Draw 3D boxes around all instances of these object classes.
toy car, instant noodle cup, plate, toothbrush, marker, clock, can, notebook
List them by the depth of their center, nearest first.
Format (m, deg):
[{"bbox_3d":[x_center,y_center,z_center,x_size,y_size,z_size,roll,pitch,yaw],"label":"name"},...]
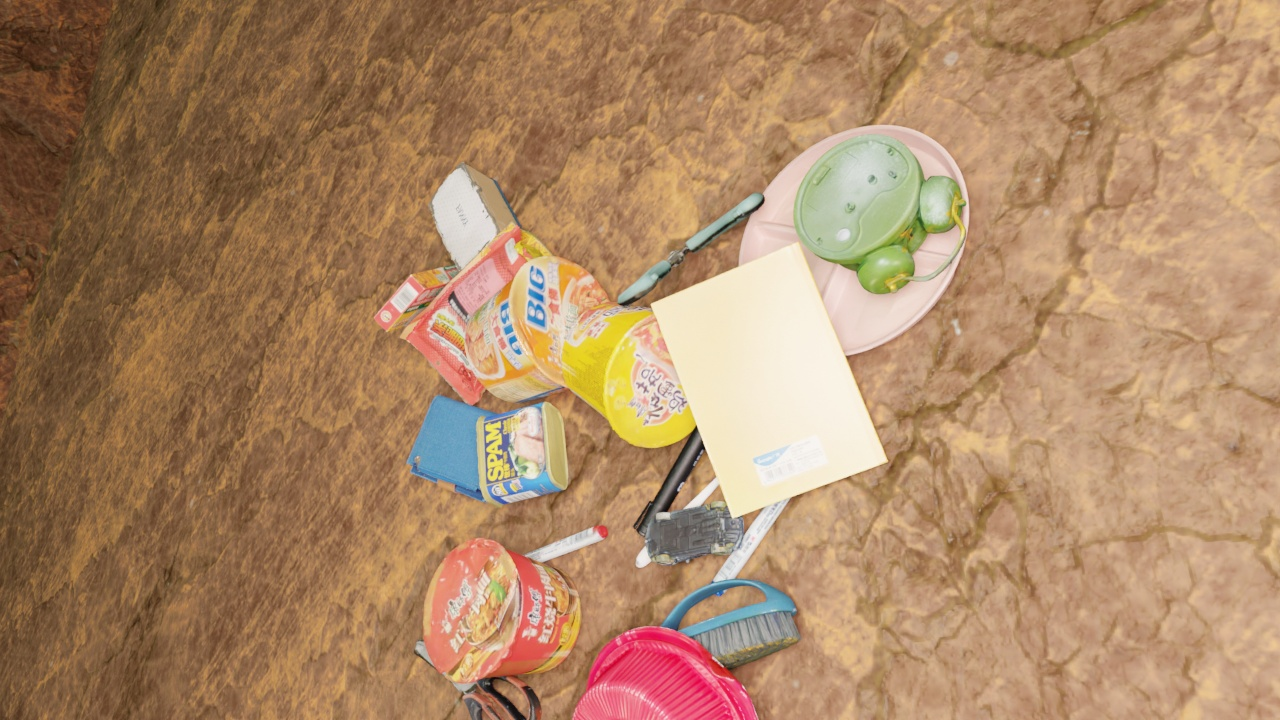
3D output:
[{"bbox_3d":[0.009,0.325,0.767,0.194,0.065,0.194,3,95,39],"label":"instant noodle cup"},{"bbox_3d":[0.206,-0.123,0.786,0.116,0.056,0.161,-53,47,11],"label":"clock"},{"bbox_3d":[0.109,0.017,0.804,0.146,0.010,0.206,-23,82,14],"label":"notebook"},{"bbox_3d":[0.107,0.151,0.826,0.017,0.017,0.146,40,100,42],"label":"marker"},{"bbox_3d":[0.050,0.161,0.849,0.106,0.031,0.048,-18,58,35],"label":"toy car"},{"bbox_3d":[0.194,-0.109,0.849,0.230,0.028,0.229,-18,62,36],"label":"plate"},{"bbox_3d":[0.052,0.136,0.879,0.180,0.016,0.016,-49,52,15],"label":"toothbrush"},{"bbox_3d":[0.034,0.115,0.900,0.132,0.022,0.020,-60,4,6],"label":"marker"},{"bbox_3d":[-0.005,0.005,0.910,0.110,0.138,0.138,25,90,52],"label":"instant noodle cup"},{"bbox_3d":[-0.136,0.257,0.928,0.138,0.108,0.137,-16,63,35],"label":"instant noodle cup"},{"bbox_3d":[-0.093,0.203,0.977,0.146,0.017,0.017,-26,57,30],"label":"marker"},{"bbox_3d":[-0.113,-0.025,1.004,0.112,0.151,0.151,-24,58,42],"label":"instant noodle cup"},{"bbox_3d":[-0.129,0.102,1.008,0.083,0.057,0.102,-16,63,15],"label":"can"}]

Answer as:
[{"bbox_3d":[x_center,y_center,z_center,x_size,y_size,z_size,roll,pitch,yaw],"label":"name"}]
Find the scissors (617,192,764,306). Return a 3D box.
[{"bbox_3d":[0.047,-0.108,0.900,0.170,0.174,0.019,-35,95,31],"label":"scissors"}]

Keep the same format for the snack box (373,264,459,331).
[{"bbox_3d":[-0.268,-0.083,1.160,0.027,0.155,0.077,47,109,2],"label":"snack box"}]

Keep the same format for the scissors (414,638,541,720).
[{"bbox_3d":[-0.189,0.365,0.994,0.210,0.015,0.182,-27,58,31],"label":"scissors"}]

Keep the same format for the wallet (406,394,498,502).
[{"bbox_3d":[-0.214,0.105,1.103,0.133,0.040,0.106,13,81,35],"label":"wallet"}]

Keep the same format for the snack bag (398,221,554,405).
[{"bbox_3d":[-0.185,-0.058,1.115,0.128,0.073,0.208,44,105,1],"label":"snack bag"}]

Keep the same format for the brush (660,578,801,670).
[{"bbox_3d":[0.070,0.230,0.799,0.144,0.055,0.073,-29,58,30],"label":"brush"}]

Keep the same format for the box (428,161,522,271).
[{"bbox_3d":[-0.210,-0.173,1.199,0.090,0.063,0.184,-44,52,19],"label":"box"}]
